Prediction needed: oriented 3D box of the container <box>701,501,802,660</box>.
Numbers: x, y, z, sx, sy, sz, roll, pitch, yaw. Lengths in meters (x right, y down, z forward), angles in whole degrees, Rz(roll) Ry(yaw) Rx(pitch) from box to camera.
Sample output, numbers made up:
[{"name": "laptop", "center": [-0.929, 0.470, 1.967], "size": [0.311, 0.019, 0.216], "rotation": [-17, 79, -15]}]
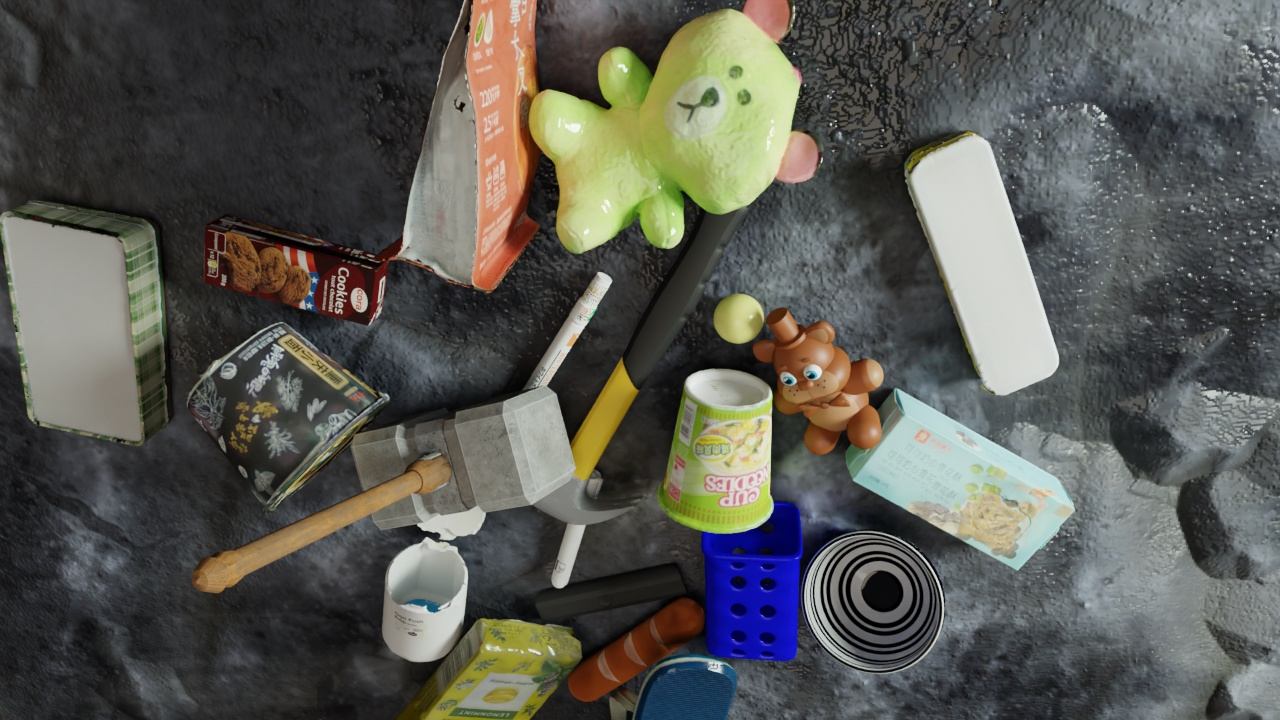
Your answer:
[{"name": "container", "center": [0.099, 0.195, 0.814], "size": [0.085, 0.084, 0.114], "rotation": [1, 116, 8]}]

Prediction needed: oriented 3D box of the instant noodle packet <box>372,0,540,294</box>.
[{"name": "instant noodle packet", "center": [-0.101, -0.179, 0.619], "size": [0.084, 0.164, 0.221], "rotation": [16, 116, 1]}]

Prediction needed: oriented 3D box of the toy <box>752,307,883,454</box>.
[{"name": "toy", "center": [0.139, 0.015, 0.728], "size": [0.095, 0.065, 0.128], "rotation": [-20, 124, 33]}]

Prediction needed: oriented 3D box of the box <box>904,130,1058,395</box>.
[{"name": "box", "center": [0.261, -0.070, 0.699], "size": [0.064, 0.037, 0.210], "rotation": [-22, 110, 13]}]

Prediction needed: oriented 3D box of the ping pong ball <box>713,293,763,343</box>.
[{"name": "ping pong ball", "center": [0.078, -0.034, 0.734], "size": [0.040, 0.040, 0.040], "rotation": [2, 115, 5]}]

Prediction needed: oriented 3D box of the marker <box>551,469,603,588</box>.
[{"name": "marker", "center": [-0.060, 0.159, 0.850], "size": [0.020, 0.017, 0.134], "rotation": [28, 117, 21]}]

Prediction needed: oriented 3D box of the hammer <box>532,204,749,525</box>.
[{"name": "hammer", "center": [-0.004, 0.004, 0.759], "size": [0.127, 0.029, 0.324], "rotation": [34, 112, 8]}]

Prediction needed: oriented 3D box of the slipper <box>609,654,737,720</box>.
[{"name": "slipper", "center": [0.022, 0.365, 0.911], "size": [0.118, 0.060, 0.296], "rotation": [12, 128, -7]}]

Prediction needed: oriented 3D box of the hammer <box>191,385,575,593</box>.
[{"name": "hammer", "center": [-0.190, 0.099, 0.658], "size": [0.163, 0.317, 0.083], "rotation": [-13, 94, 23]}]

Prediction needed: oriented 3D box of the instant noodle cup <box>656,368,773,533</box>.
[{"name": "instant noodle cup", "center": [0.066, 0.070, 0.750], "size": [0.099, 0.098, 0.108], "rotation": [6, 116, 3]}]

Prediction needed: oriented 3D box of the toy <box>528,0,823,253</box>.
[{"name": "toy", "center": [0.025, -0.160, 0.655], "size": [0.197, 0.107, 0.150], "rotation": [-15, 91, 3]}]

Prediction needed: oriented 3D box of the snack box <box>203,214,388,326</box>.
[{"name": "snack box", "center": [-0.285, -0.075, 0.760], "size": [0.141, 0.031, 0.051], "rotation": [15, 115, -1]}]

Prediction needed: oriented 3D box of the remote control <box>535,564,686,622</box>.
[{"name": "remote control", "center": [-0.028, 0.224, 0.878], "size": [0.147, 0.015, 0.033], "rotation": [-15, 112, 13]}]

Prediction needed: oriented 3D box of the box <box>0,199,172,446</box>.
[{"name": "box", "center": [-0.475, -0.031, 0.794], "size": [0.118, 0.050, 0.206], "rotation": [11, 115, 4]}]

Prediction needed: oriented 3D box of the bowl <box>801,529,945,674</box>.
[{"name": "bowl", "center": [0.209, 0.208, 0.810], "size": [0.120, 0.066, 0.120], "rotation": [-2, 85, 25]}]

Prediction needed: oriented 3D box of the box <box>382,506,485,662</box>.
[{"name": "box", "center": [-0.194, 0.193, 0.857], "size": [0.084, 0.125, 0.156], "rotation": [19, 135, 2]}]

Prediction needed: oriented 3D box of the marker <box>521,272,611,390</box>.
[{"name": "marker", "center": [-0.067, -0.013, 0.773], "size": [0.017, 0.017, 0.146], "rotation": [31, 114, -8]}]

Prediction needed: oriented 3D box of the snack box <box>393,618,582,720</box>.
[{"name": "snack box", "center": [-0.148, 0.325, 0.896], "size": [0.121, 0.045, 0.181], "rotation": [20, 119, -35]}]

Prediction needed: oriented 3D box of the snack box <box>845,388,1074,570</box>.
[{"name": "snack box", "center": [0.265, 0.099, 0.768], "size": [0.174, 0.053, 0.075], "rotation": [29, 114, -8]}]

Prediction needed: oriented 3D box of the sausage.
[{"name": "sausage", "center": [-0.003, 0.279, 0.885], "size": [0.164, 0.044, 0.039], "rotation": [-39, 68, 21]}]

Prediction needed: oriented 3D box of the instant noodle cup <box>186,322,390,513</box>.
[{"name": "instant noodle cup", "center": [-0.299, 0.042, 0.768], "size": [0.112, 0.137, 0.137], "rotation": [45, 112, -3]}]
